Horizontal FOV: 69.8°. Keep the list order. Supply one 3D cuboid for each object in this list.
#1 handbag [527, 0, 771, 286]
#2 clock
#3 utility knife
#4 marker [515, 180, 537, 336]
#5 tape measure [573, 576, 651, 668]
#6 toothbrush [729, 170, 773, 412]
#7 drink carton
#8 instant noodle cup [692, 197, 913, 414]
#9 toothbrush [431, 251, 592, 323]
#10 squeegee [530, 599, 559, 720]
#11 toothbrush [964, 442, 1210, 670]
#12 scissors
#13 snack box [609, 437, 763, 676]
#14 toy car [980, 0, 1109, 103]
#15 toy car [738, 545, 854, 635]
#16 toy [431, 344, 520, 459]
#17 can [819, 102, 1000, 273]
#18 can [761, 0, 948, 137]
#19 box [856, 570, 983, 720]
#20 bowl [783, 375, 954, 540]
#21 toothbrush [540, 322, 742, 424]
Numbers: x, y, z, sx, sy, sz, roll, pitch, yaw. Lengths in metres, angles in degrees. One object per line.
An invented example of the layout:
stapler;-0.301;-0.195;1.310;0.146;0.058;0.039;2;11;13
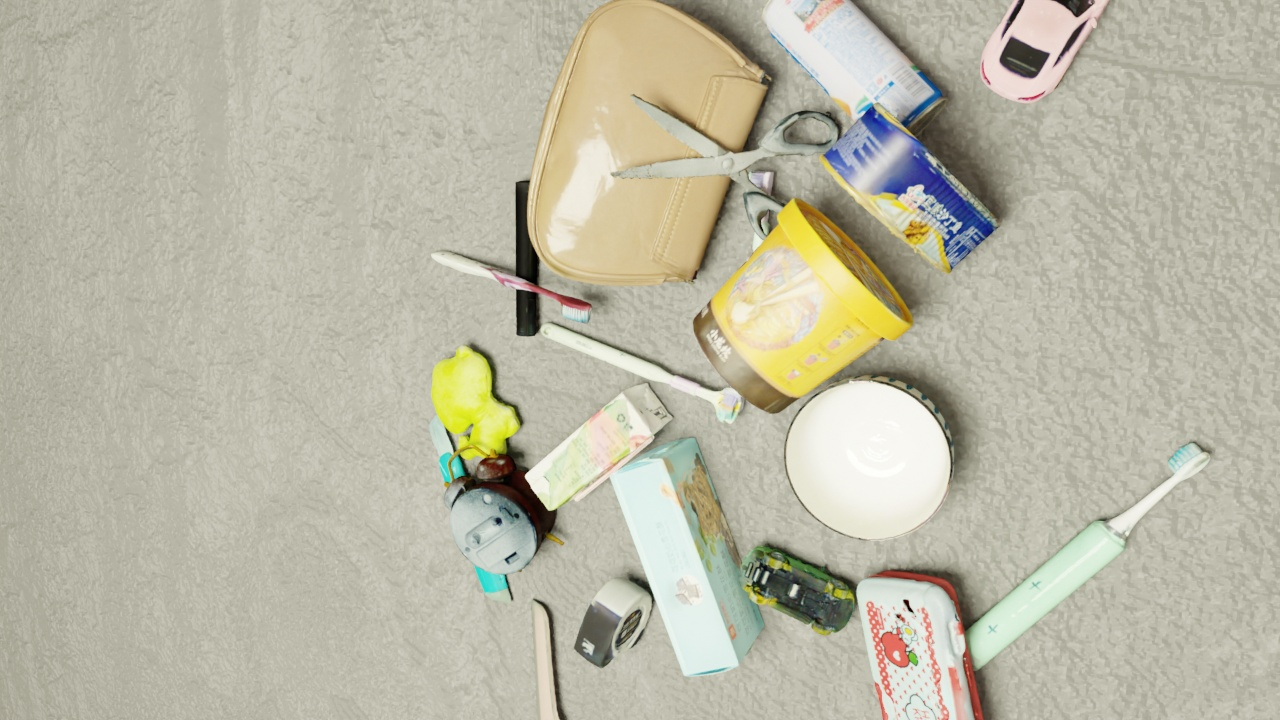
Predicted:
handbag;-0.001;-0.156;0.684;0.147;0.099;0.205;18;107;-7
clock;-0.126;0.129;0.803;0.082;0.055;0.122;-36;92;26
utility knife;-0.159;0.139;0.849;0.029;0.013;0.187;-18;93;23
marker;-0.097;-0.086;0.779;0.022;0.020;0.132;-156;65;-64
tape measure;-0.021;0.217;0.773;0.033;0.065;0.066;27;107;26
toothbrush;0.083;-0.050;0.708;0.021;0.029;0.189;2;103;-15
drink carton;-0.034;0.074;0.762;0.123;0.053;0.045;-41;82;24
instant noodle cup;0.108;-0.033;0.644;0.115;0.118;0.118;-44;81;22
toothbrush;-0.112;-0.064;0.774;0.188;0.016;0.017;21;120;33
squeegee;0.009;0.347;0.798;0.250;0.040;0.248;2;99;23
toothbrush;0.304;0.141;0.640;0.225;0.026;0.027;-51;33;22
scissors;0.068;-0.138;0.647;0.159;0.014;0.178;-38;121;-5
snack box;0.039;0.154;0.732;0.052;0.074;0.175;-21;90;24
toy car;0.267;-0.227;0.589;0.056;0.037;0.122;32;109;14
toy car;0.123;0.178;0.720;0.091;0.036;0.043;25;107;19
toy;-0.152;0.041;0.820;0.100;0.031;0.097;33;112;15
can;0.177;-0.109;0.594;0.049;0.148;0.074;-45;48;21
can;0.146;-0.207;0.635;0.053;0.053;0.134;-45;80;23
box;0.213;0.256;0.672;0.087;0.046;0.201;-8;96;56
bowl;0.169;0.065;0.664;0.117;0.066;0.116;5;101;24
toothbrush;-0.004;0.004;0.749;0.190;0.020;0.029;23;109;24
